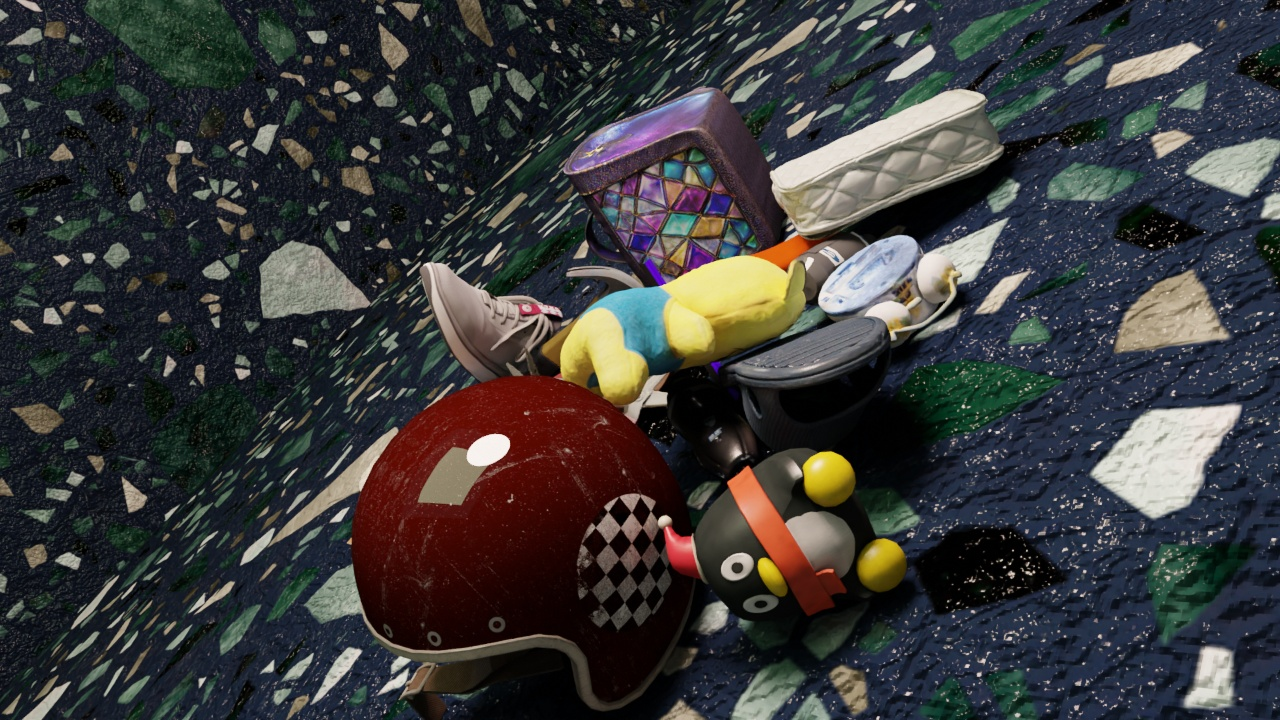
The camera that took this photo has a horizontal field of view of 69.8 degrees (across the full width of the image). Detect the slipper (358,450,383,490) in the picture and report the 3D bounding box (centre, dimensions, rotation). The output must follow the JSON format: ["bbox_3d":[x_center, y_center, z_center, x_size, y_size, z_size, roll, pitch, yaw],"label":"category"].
[{"bbox_3d":[-0.140,0.121,0.868,0.263,0.052,0.114,0,40,18],"label":"slipper"}]

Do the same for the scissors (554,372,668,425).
[{"bbox_3d":[-0.037,0.046,0.913,0.199,0.015,0.179,-52,50,1],"label":"scissors"}]

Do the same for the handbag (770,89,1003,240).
[{"bbox_3d":[0.219,-0.175,0.834,0.195,0.072,0.138,-22,18,10],"label":"handbag"}]

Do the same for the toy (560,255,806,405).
[{"bbox_3d":[0.038,-0.031,0.739,0.213,0.084,0.149,-21,7,-21],"label":"toy"}]

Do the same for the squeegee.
[{"bbox_3d":[0.119,-0.080,0.901,0.185,0.055,0.249,-38,40,7],"label":"squeegee"}]

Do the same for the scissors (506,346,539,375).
[{"bbox_3d":[-0.101,0.060,0.965,0.163,0.012,0.153,14,76,29],"label":"scissors"}]

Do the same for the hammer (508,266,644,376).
[{"bbox_3d":[-0.119,0.011,1.067,0.334,0.118,0.025,-41,23,27],"label":"hammer"}]

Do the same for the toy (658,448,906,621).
[{"bbox_3d":[0.079,0.109,0.546,0.119,0.097,0.099,-32,9,3],"label":"toy"}]

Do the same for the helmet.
[{"bbox_3d":[-0.083,0.139,0.646,0.233,0.253,0.234,-43,29,-24],"label":"helmet"}]

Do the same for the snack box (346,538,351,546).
[{"bbox_3d":[-0.199,0.148,0.951,0.032,0.101,0.185,-7,40,56],"label":"snack box"}]

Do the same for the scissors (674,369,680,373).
[{"bbox_3d":[0.006,0.000,0.999,0.165,0.014,0.141,-44,24,-3],"label":"scissors"}]

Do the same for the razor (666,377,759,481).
[{"bbox_3d":[0.057,0.053,0.738,0.053,0.063,0.140,-42,20,2],"label":"razor"}]

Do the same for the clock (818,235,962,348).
[{"bbox_3d":[0.195,-0.050,0.715,0.089,0.052,0.125,-43,21,-3],"label":"clock"}]

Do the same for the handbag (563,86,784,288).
[{"bbox_3d":[0.032,-0.176,1.043,0.223,0.205,0.125,-21,28,30],"label":"handbag"}]

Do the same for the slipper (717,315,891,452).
[{"bbox_3d":[0.122,0.023,0.675,0.101,0.082,0.263,-24,1,-5],"label":"slipper"}]

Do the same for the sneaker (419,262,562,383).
[{"bbox_3d":[-0.165,-0.044,1.103,0.129,0.263,0.096,-32,54,2],"label":"sneaker"}]

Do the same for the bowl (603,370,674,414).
[{"bbox_3d":[-0.005,0.006,0.945,0.119,0.032,0.119,-17,59,30],"label":"bowl"}]

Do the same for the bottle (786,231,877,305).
[{"bbox_3d":[0.174,-0.085,0.810,0.112,0.047,0.047,-30,10,-39],"label":"bottle"}]

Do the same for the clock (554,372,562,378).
[{"bbox_3d":[-0.078,0.047,1.015,0.125,0.044,0.087,-35,22,17],"label":"clock"}]
